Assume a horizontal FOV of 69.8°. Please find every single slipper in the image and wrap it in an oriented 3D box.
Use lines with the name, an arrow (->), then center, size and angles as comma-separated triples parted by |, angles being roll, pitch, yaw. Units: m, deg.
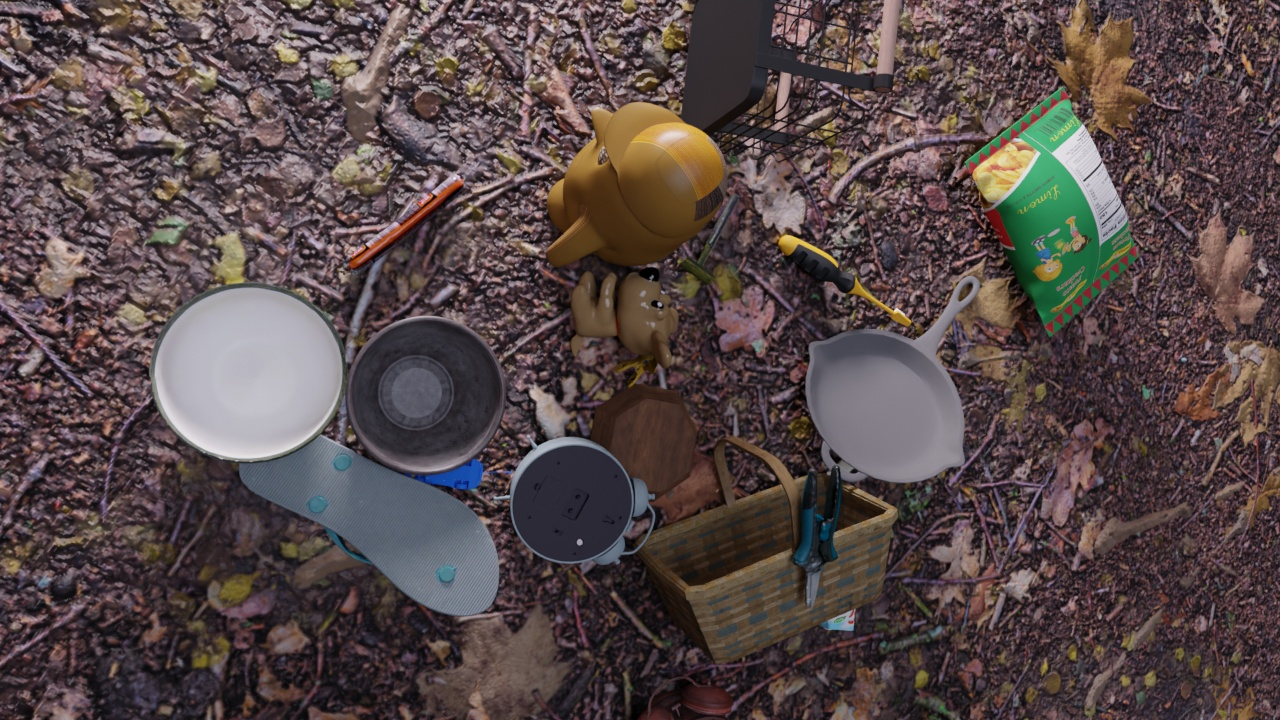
slipper -> -0.246, 0.143, 0.866 | 0.268, 0.055, 0.098 | 36, 75, -9

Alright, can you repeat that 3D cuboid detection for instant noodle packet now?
instant noodle packet -> 0.527, -0.188, 1.164 | 0.195, 0.090, 0.253 | -37, 105, -19

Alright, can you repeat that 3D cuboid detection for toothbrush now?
toothbrush -> 0.241, -0.090, 1.071 | 0.196, 0.031, 0.030 | 30, 37, -17

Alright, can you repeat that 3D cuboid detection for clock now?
clock -> -0.060, 0.145, 0.927 | 0.159, 0.045, 0.122 | 28, 92, -15
clock -> 0.050, 0.409, 0.982 | 0.120, 0.072, 0.158 | -24, 101, -21

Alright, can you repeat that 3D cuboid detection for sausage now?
sausage -> -0.224, -0.130, 0.878 | 0.155, 0.020, 0.020 | -43, 107, -17

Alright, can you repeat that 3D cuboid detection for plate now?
plate -> 0.009, 0.090, 0.981 | 0.131, 0.025, 0.131 | -1, 92, -23

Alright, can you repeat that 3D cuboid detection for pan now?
pan -> 0.317, 0.013, 1.090 | 0.216, 0.024, 0.353 | 39, 62, 8

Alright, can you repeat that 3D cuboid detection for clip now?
clip -> -0.007, 0.001, 0.967 | 0.047, 0.053, 0.039 | -34, 108, 12

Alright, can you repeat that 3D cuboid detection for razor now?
razor -> 0.082, -0.139, 1.011 | 0.042, 0.026, 0.105 | 33, 74, -18

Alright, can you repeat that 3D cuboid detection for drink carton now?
drink carton -> 0.234, 0.253, 1.076 | 0.044, 0.039, 0.129 | 10, 87, -23

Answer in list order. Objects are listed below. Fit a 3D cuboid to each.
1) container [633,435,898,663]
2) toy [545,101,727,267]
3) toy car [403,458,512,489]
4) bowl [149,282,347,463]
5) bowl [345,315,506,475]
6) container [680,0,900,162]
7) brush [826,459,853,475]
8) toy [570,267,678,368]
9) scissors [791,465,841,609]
container -> 0.128, 0.176, 0.959 | 0.249, 0.158, 0.186 | -16, 106, -20
toy -> 0.002, -0.169, 0.874 | 0.198, 0.204, 0.162 | -44, 107, -17
toy car -> -0.180, 0.108, 0.908 | 0.092, 0.062, 0.033 | 7, 87, 6
bowl -> -0.336, 0.013, 0.798 | 0.153, 0.073, 0.153 | 2, 84, -18
bowl -> -0.205, 0.031, 0.864 | 0.144, 0.067, 0.145 | 0, 91, -23
container -> 0.139, -0.303, 0.919 | 0.130, 0.241, 0.163 | 7, 88, -16
brush -> 0.243, 0.126, 1.093 | 0.217, 0.012, 0.033 | -37, 105, -20
toy -> -0.016, -0.047, 0.937 | 0.108, 0.134, 0.106 | 8, 112, 3
scissors -> 0.176, 0.168, 0.882 | 0.137, 0.019, 0.129 | -47, 117, -4
